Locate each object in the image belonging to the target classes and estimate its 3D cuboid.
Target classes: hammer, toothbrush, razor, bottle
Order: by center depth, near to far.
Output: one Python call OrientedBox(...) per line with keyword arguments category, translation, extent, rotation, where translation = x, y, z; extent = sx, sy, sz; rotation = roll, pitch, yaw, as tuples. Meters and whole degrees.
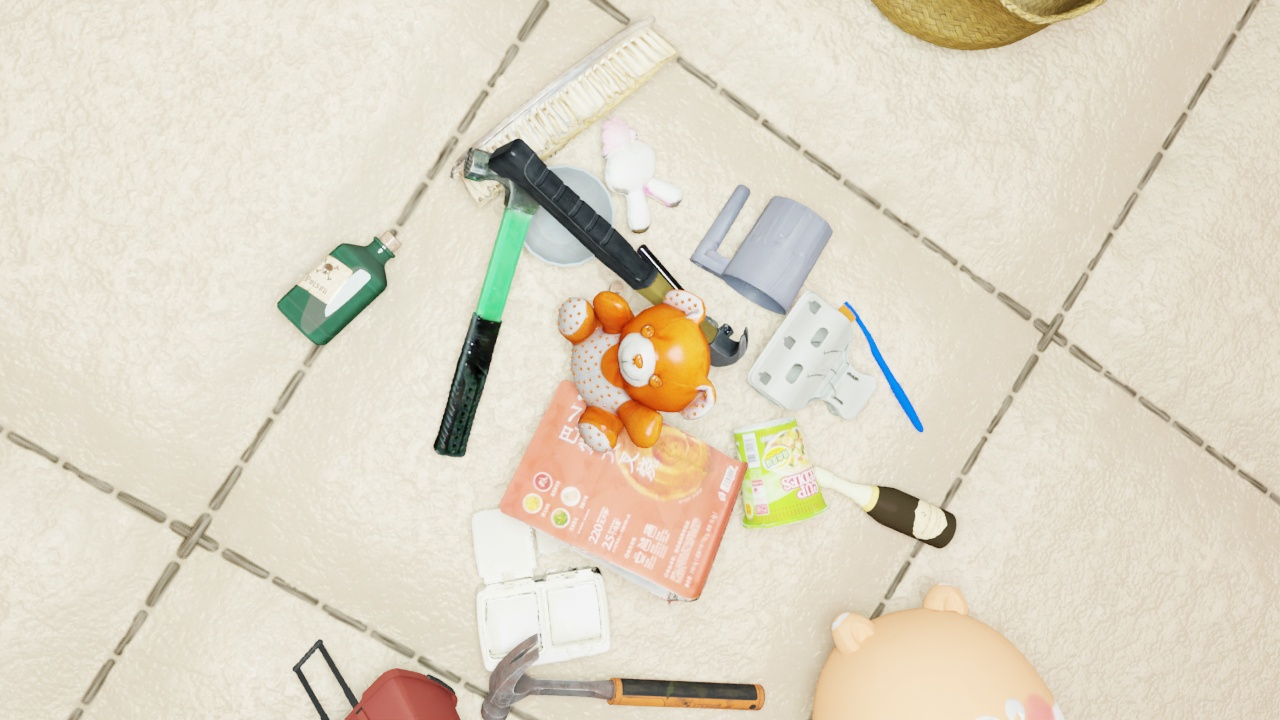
OrientedBox(category="hammer", translation=(-0.013, -0.096, 0.910), extent=(0.333, 0.118, 0.025), rotation=(41, 64, -28))
OrientedBox(category="bottle", translation=(-0.298, -0.080, 0.933), extent=(0.131, 0.061, 0.061), rotation=(-44, 98, -5))
OrientedBox(category="hammer", translation=(-0.154, -0.046, 0.938), extent=(0.130, 0.032, 0.319), rotation=(10, 108, -30))
OrientedBox(category="hammer", translation=(-0.006, 0.357, 1.010), extent=(0.314, 0.035, 0.138), rotation=(9, 129, -17))
OrientedBox(category="razor", translation=(0.046, -0.071, 1.017), extent=(0.042, 0.022, 0.144), rotation=(-42, 100, -6))
OrientedBox(category="bottle", translation=(0.277, 0.165, 1.064), extent=(0.184, 0.045, 0.045), rotation=(24, 89, -11))
OrientedBox(category="toothbrush", translation=(0.282, 0.010, 1.070), extent=(0.018, 0.016, 0.182), rotation=(-33, 99, -2))

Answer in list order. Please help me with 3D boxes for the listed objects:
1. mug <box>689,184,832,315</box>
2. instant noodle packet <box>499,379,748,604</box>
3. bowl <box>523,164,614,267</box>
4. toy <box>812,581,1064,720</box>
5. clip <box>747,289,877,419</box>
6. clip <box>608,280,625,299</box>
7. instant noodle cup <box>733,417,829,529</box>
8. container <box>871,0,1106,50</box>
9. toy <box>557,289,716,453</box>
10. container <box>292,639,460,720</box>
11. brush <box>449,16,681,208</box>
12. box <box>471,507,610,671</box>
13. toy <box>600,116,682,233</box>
OrientedBox(category="mug", translation=(0.133, -0.125, 1.008), extent=(0.124, 0.084, 0.104), rotation=(31, 87, 16))
OrientedBox(category="instant noodle packet", translation=(-0.018, 0.135, 0.967), extent=(0.221, 0.084, 0.164), rotation=(29, 67, -10))
OrientedBox(category="bowl", translation=(-0.082, -0.152, 0.979), extent=(0.106, 0.039, 0.106), rotation=(-1, 94, -10))
OrientedBox(category="toy", translation=(0.313, 0.393, 0.980), extent=(0.262, 0.266, 0.280), rotation=(-14, 81, -12))
OrientedBox(category="clip", translation=(0.193, 0.004, 1.041), extent=(0.152, 0.096, 0.126), rotation=(36, 91, -32))
OrientedBox(category="clip", translation=(-0.029, -0.055, 1.009), extent=(0.024, 0.041, 0.060), rotation=(9, 73, -12))
OrientedBox(category="instant noodle cup", translation=(0.150, 0.122, 1.018), extent=(0.099, 0.099, 0.108), rotation=(-12, 88, -10))
OrientedBox(category="container", translation=(0.376, -0.488, 0.963), extent=(0.307, 0.196, 0.307), rotation=(-1, 95, -9))
OrientedBox(category="toy", translation=(-0.006, 0.005, 0.907), extent=(0.092, 0.173, 0.163), rotation=(-5, 84, -49))
OrientedBox(category="container", translation=(-0.270, 0.389, 0.956), extent=(0.148, 0.201, 0.127), rotation=(-48, 137, -4))
OrientedBox(category="brush", translation=(-0.079, -0.259, 0.950), extent=(0.271, 0.083, 0.056), rotation=(-39, 99, -6))
OrientedBox(category="box", translation=(-0.110, 0.243, 0.997), extent=(0.143, 0.050, 0.184), rotation=(-8, 96, -10))
OrientedBox(category="toy", translation=(-0.007, -0.202, 0.986), extent=(0.079, 0.038, 0.123), rotation=(-40, 113, -27))
